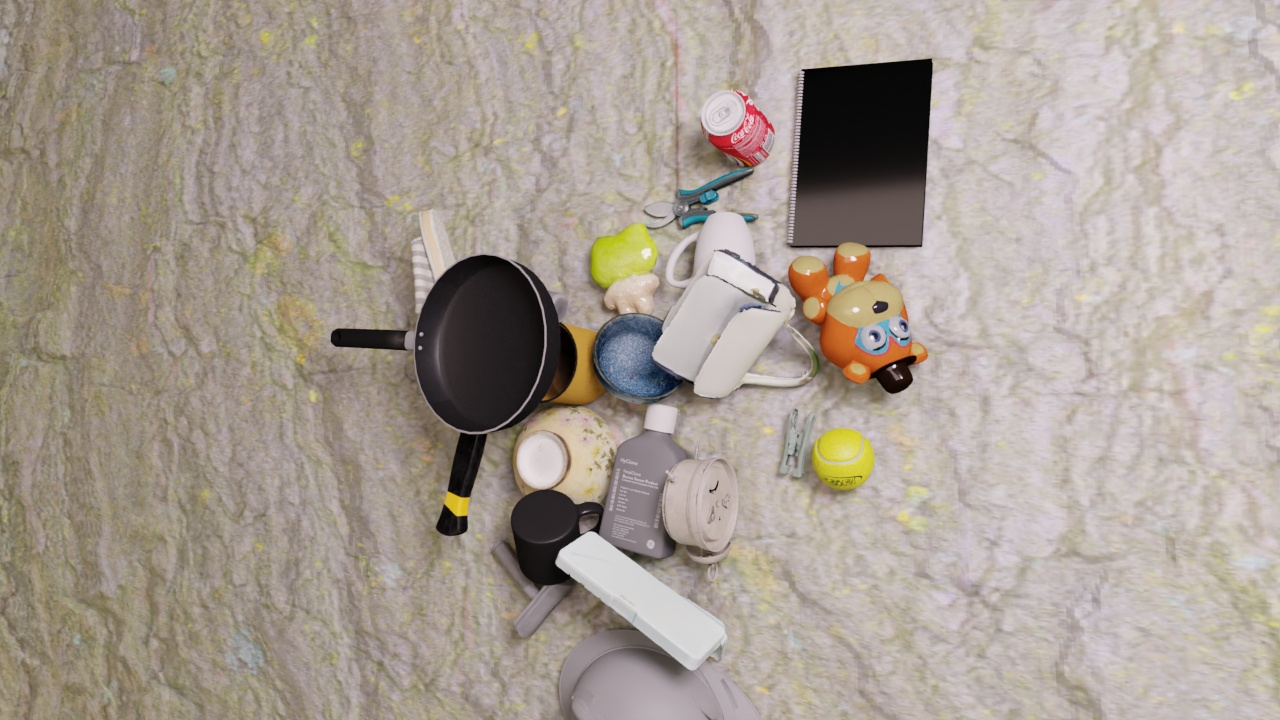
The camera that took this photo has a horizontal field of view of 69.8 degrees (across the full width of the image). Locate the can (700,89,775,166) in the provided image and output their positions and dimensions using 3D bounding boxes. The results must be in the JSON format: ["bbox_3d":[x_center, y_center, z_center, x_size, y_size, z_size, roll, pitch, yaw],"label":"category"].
[{"bbox_3d":[0.110,-0.264,1.044,0.064,0.104,0.064,-3,84,24],"label":"can"}]

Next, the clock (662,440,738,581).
[{"bbox_3d":[0.067,0.179,1.035,0.061,0.103,0.157,0,110,31],"label":"clock"}]

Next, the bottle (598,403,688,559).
[{"bbox_3d":[0.010,0.138,1.083,0.084,0.046,0.174,11,89,25],"label":"bottle"}]

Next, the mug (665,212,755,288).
[{"bbox_3d":[0.080,-0.120,1.063,0.107,0.071,0.089,-4,73,21],"label":"mug"}]

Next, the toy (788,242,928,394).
[{"bbox_3d":[0.232,-0.043,0.975,0.112,0.096,0.176,-20,76,-21],"label":"toy"}]

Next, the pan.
[{"bbox_3d":[-0.238,-0.021,1.086,0.356,0.044,0.204,3,88,34],"label":"pan"}]

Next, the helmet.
[{"bbox_3d":[0.004,0.415,1.019,0.271,0.117,0.183,22,94,22],"label":"helmet"}]

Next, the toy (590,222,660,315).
[{"bbox_3d":[-0.015,-0.104,1.120,0.092,0.043,0.117,-20,80,19],"label":"toy"}]

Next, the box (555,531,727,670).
[{"bbox_3d":[0.002,0.274,1.031,0.197,0.126,0.074,32,70,24],"label":"box"}]

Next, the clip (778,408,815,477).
[{"bbox_3d":[0.176,0.092,1.026,0.043,0.023,0.076,11,91,23],"label":"clip"}]

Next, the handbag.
[{"bbox_3d":[0.116,-0.018,1.008,0.176,0.073,0.152,28,132,-6],"label":"handbag"}]

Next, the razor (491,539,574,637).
[{"bbox_3d":[-0.148,0.271,1.147,0.116,0.047,0.088,45,103,29],"label":"razor"}]

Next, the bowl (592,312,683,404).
[{"bbox_3d":[-0.006,0.006,1.087,0.114,0.061,0.114,7,61,-13],"label":"bowl"}]

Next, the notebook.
[{"bbox_3d":[0.245,-0.230,1.030,0.149,0.016,0.206,3,86,23],"label":"notebook"}]

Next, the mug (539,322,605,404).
[{"bbox_3d":[-0.105,0.003,1.120,0.124,0.094,0.100,6,87,29],"label":"mug"}]

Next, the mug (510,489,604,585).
[{"bbox_3d":[-0.094,0.205,1.096,0.113,0.088,0.078,-17,46,-15],"label":"mug"}]

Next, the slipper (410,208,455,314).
[{"bbox_3d":[-0.254,-0.059,1.187,0.054,0.114,0.272,-13,87,3],"label":"slipper"}]

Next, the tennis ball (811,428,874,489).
[{"bbox_3d":[0.217,0.105,0.983,0.065,0.065,0.065,-3,84,24],"label":"tennis ball"}]

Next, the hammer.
[{"bbox_3d":[-0.193,0.053,1.094,0.170,0.034,0.324,17,95,33],"label":"hammer"}]

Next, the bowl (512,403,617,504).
[{"bbox_3d":[-0.106,0.123,1.127,0.145,0.063,0.145,-2,85,24],"label":"bowl"}]

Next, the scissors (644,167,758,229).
[{"bbox_3d":[0.079,-0.187,1.099,0.156,0.019,0.124,-49,67,14],"label":"scissors"}]
